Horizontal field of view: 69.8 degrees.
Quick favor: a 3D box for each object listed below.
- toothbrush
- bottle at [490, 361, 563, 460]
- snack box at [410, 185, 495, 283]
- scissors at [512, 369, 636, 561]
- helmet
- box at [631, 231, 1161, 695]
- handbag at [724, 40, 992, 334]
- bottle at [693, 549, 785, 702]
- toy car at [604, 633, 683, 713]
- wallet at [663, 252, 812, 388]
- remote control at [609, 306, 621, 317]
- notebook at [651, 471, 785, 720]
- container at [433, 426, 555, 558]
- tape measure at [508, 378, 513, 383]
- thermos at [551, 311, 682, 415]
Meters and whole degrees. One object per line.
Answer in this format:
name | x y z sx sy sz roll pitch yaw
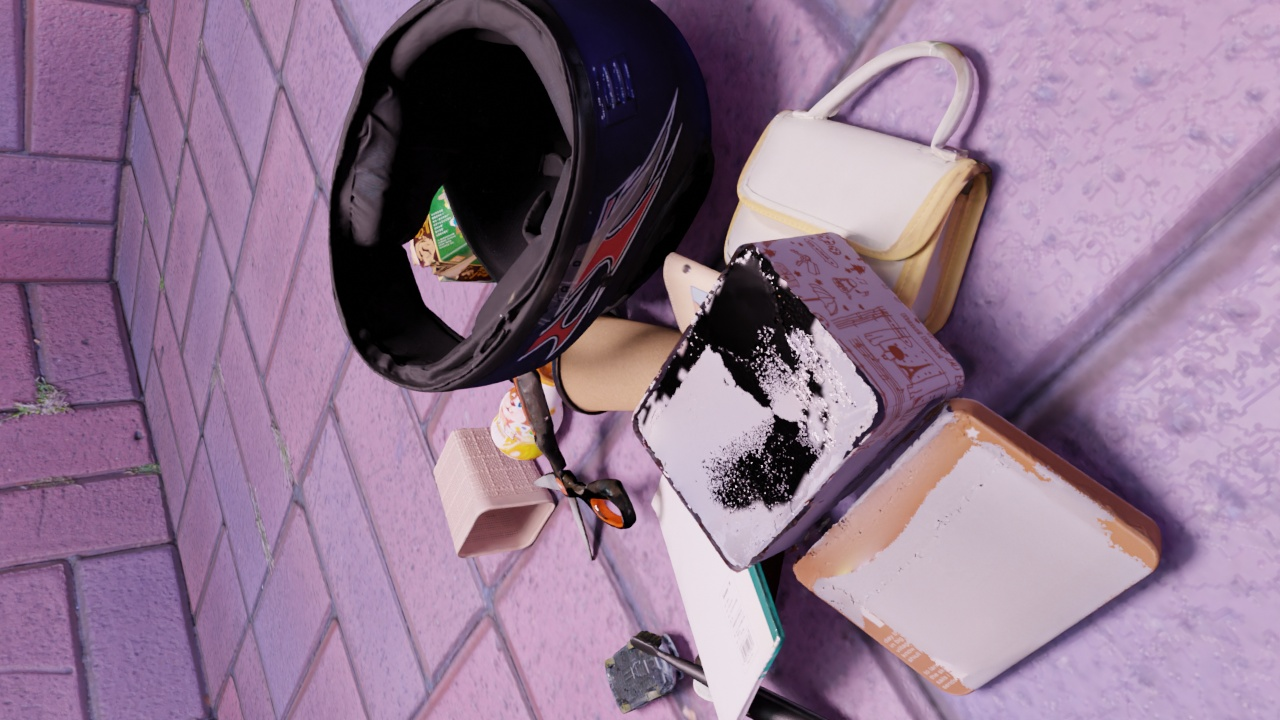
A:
toothbrush | 0.080 0.248 0.678 0.213 0.027 0.026 17 122 34
bottle | -0.107 0.048 0.911 0.063 0.063 0.109 56 134 32
snack box | -0.163 -0.150 0.939 0.106 0.117 0.118 -17 83 40
scissors | -0.069 0.103 0.828 0.235 0.021 0.221 8 124 62
helmet | -0.078 -0.135 0.704 0.247 0.239 0.316 33 112 19
box | 0.133 0.069 0.534 0.259 0.110 0.179 53 136 23
handbag | 0.138 -0.117 0.588 0.163 0.063 0.179 32 115 44
bottle | 0.071 0.174 0.712 0.080 0.044 0.195 32 120 54
toy car | 0.001 0.280 0.821 0.054 0.036 0.121 67 149 21
wallet | 0.070 -0.024 0.648 0.115 0.024 0.087 27 149 28
remote control | -0.073 -0.037 0.866 0.137 0.024 0.053 -3 113 30
notebook | 0.050 0.143 0.666 0.151 0.012 0.208 103 158 -44
container | -0.159 0.134 0.972 0.090 0.089 0.111 -59 47 38
tape measure | -0.120 -0.006 0.941 0.057 0.039 0.058 -8 87 52
thermos | -0.005 0.004 0.763 0.143 0.092 0.093 5 98 43
